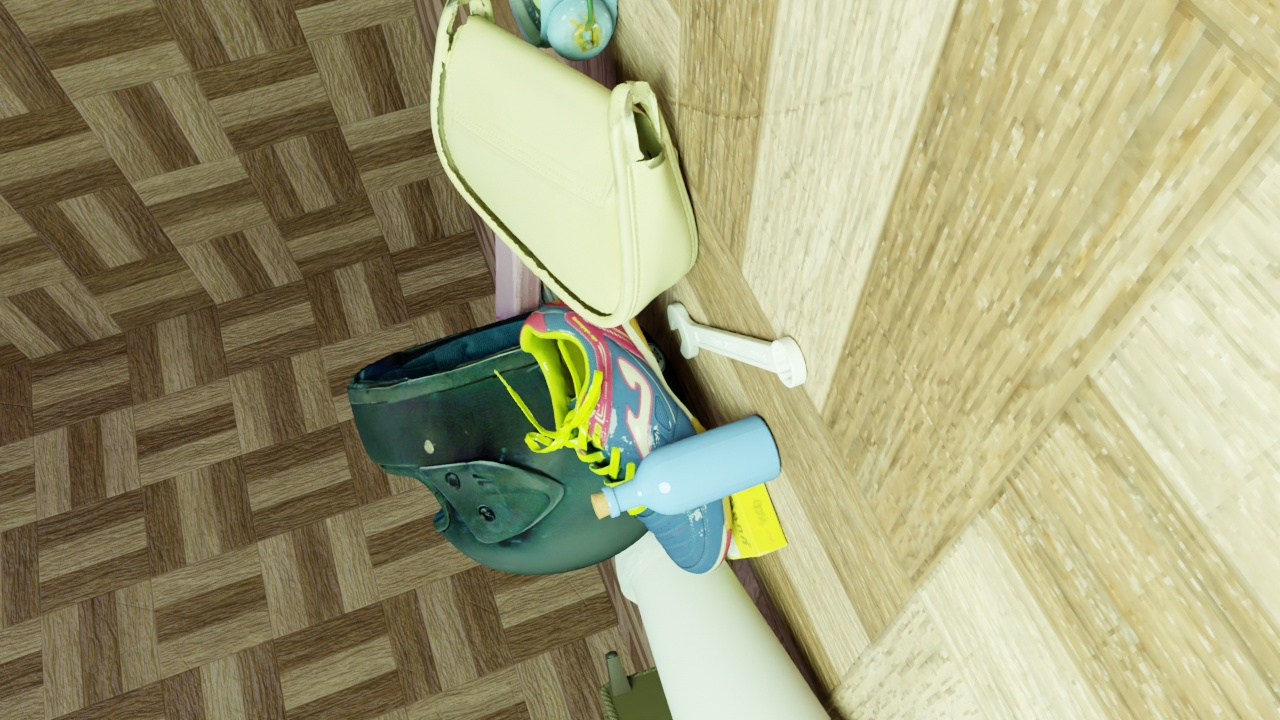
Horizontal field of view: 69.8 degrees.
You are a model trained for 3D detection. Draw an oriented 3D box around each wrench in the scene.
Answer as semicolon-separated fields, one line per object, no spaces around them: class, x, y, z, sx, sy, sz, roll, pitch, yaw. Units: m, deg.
wrench;0.060;-0.013;0.657;0.273;0.009;0.047;-153;46;-76

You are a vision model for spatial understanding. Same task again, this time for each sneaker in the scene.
sneaker;-0.019;0.065;0.705;0.117;0.090;0.242;-31;86;48

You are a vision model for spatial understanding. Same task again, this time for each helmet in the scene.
helmet;-0.107;0.085;0.878;0.248;0.317;0.236;-48;-58;-64

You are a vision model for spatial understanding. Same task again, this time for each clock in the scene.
clock;-0.056;-0.282;0.666;0.162;0.060;0.118;-134;29;-59

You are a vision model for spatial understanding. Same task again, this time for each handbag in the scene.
handbag;-0.056;-0.149;0.666;0.233;0.088;0.191;38;141;25

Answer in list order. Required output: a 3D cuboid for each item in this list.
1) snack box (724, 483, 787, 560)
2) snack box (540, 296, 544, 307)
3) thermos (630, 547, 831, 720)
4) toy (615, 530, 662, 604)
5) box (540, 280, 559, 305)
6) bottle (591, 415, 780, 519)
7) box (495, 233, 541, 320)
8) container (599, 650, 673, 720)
snack box;0.081;0.131;0.756;0.149;0.025;0.061;115;136;-75
snack box;-0.091;-0.059;1.121;0.059;0.059;0.226;125;139;-51
thermos;0.070;0.252;0.716;0.132;0.131;0.221;83;164;-48
toy;0.034;0.194;0.943;0.139;0.101;0.180;55;147;19
box;-0.092;-0.123;1.075;0.063;0.081;0.216;105;149;-43
bottle;0.029;0.081;0.640;0.048;0.131;0.048;161;91;-80
box;-0.140;-0.156;1.033;0.098;0.037;0.233;22;112;60
container;0.076;0.409;0.873;0.321;0.176;0.205;-144;40;-73
